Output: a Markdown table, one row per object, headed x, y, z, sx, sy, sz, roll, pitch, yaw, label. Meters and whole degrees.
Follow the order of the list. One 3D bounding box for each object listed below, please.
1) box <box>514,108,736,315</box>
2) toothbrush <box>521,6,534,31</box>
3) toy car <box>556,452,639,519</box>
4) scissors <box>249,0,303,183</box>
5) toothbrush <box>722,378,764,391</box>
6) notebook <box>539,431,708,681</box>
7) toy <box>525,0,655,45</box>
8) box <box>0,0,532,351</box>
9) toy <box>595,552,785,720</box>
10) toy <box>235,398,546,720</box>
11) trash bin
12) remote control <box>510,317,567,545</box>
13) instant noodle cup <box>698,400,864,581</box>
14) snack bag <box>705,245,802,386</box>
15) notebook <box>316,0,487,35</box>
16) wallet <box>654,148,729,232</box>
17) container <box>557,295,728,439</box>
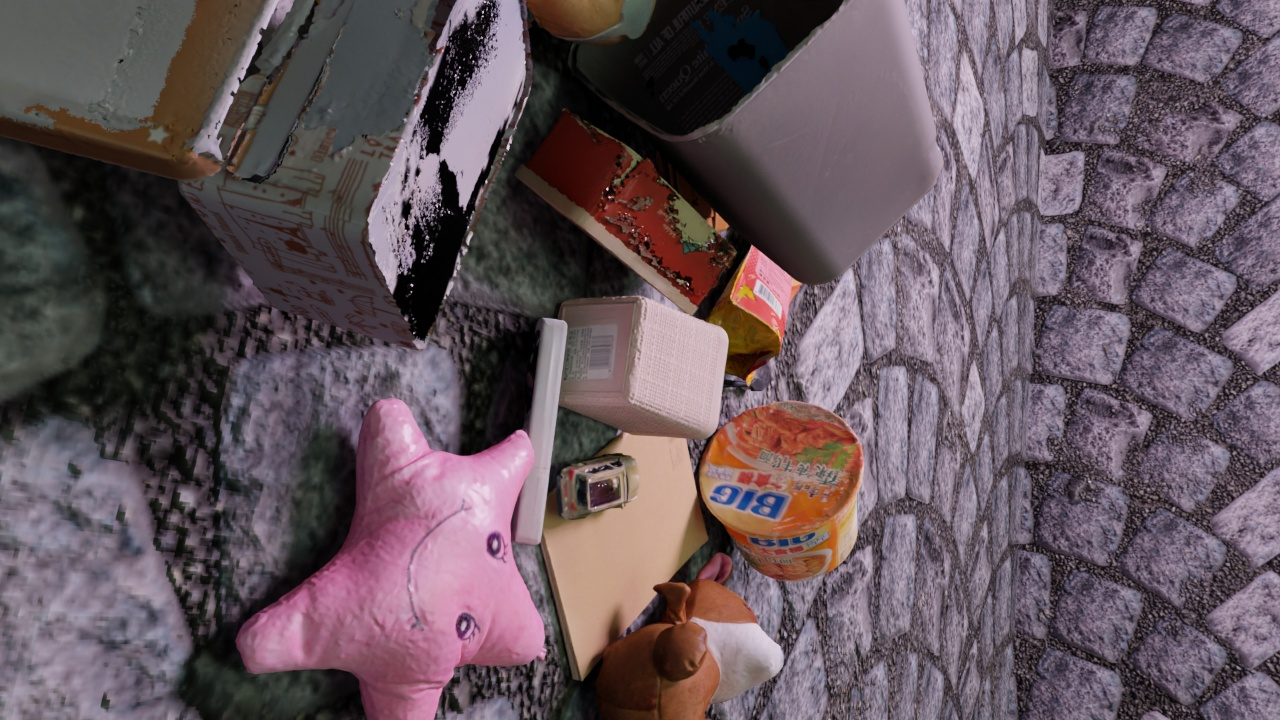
| x | y | z | sx | sy | sz | roll | pitch | yaw | label |
| --- | --- | --- | --- | --- | --- | --- | --- | --- | --- |
| 0.001 | -0.107 | 0.656 | 0.077 | 0.091 | 0.168 | -52 | 144 | 4 | box |
| -0.039 | -0.267 | 0.675 | 0.189 | 0.020 | 0.029 | -42 | 167 | -50 | toothbrush |
| -0.027 | 0.093 | 0.678 | 0.090 | 0.035 | 0.042 | -4 | 93 | -59 | toy car |
| -0.180 | -0.138 | 0.463 | 0.165 | 0.014 | 0.162 | 55 | 44 | -41 | scissors |
| 0.070 | 0.021 | 0.867 | 0.180 | 0.018 | 0.015 | 5 | 88 | -56 | toothbrush |
| -0.008 | 0.134 | 0.748 | 0.210 | 0.012 | 0.149 | -36 | 120 | -52 | notebook |
| 0.002 | -0.303 | 0.562 | 0.226 | 0.082 | 0.143 | -58 | 163 | 23 | toy |
| -0.164 | -0.125 | 0.406 | 0.158 | 0.205 | 0.180 | 110 | -6 | -71 | box |
| 0.051 | 0.242 | 0.750 | 0.199 | 0.131 | 0.140 | -8 | 99 | -71 | toy |
| -0.110 | 0.117 | 0.517 | 0.178 | 0.075 | 0.194 | 45 | 54 | -33 | toy |
| 0.101 | -0.193 | 0.684 | 0.199 | 0.198 | 0.219 | -44 | 137 | 3 | trash bin |
| -0.070 | 0.047 | 0.611 | 0.058 | 0.021 | 0.150 | 150 | -53 | -76 | remote control |
| 0.140 | 0.130 | 0.868 | 0.151 | 0.151 | 0.111 | -64 | 149 | -34 | instant noodle cup |
| 0.126 | -0.080 | 0.913 | 0.207 | 0.073 | 0.129 | -62 | 144 | -44 | snack bag |
| -0.146 | -0.264 | 0.496 | 0.145 | 0.010 | 0.206 | -51 | 129 | -41 | notebook |
| 0.058 | -0.168 | 0.826 | 0.131 | 0.031 | 0.108 | -25 | 110 | -54 | wallet |
| -0.004 | 0.004 | 0.680 | 0.110 | 0.090 | 0.090 | 22 | 73 | -53 | container |
